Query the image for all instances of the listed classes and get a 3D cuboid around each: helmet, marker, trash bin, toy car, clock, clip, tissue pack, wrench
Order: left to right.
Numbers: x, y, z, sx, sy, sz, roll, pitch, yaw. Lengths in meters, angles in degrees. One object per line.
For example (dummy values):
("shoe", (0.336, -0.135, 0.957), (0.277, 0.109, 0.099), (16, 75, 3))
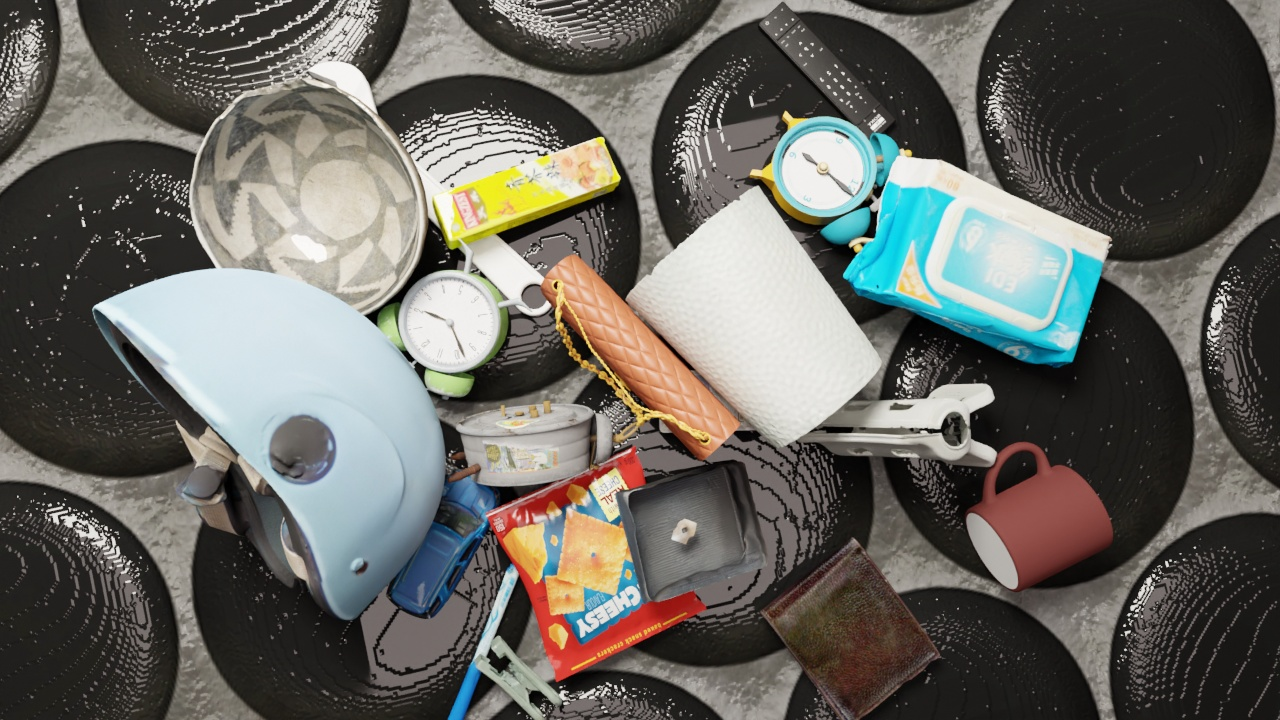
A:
("helmet", (-0.243, 0.040, 0.636), (0.166, 0.226, 0.266), (-47, 123, -27))
("wrench", (-0.173, -0.136, 0.748), (0.273, 0.018, 0.066), (44, 85, -1))
("toy car", (-0.153, 0.145, 0.720), (0.056, 0.043, 0.120), (28, 83, 1))
("clock", (-0.152, -0.025, 0.726), (0.119, 0.042, 0.094), (-43, 91, 4))
("marker", (-0.126, 0.230, 0.733), (0.013, 0.013, 0.141), (21, 85, -2))
("clip", (-0.095, 0.253, 0.723), (0.045, 0.023, 0.076), (-44, 99, -9))
("clock", (-0.073, 0.060, 0.703), (0.147, 0.104, 0.056), (-5, 97, -9))
("trash bin", (0.090, -0.028, 0.698), (0.133, 0.133, 0.161), (-40, 89, -5))
("clock", (0.162, -0.150, 0.758), (0.129, 0.044, 0.099), (28, 86, 6))
("clip", (0.210, 0.052, 0.716), (0.144, 0.125, 0.075), (-3, 91, -29))
("tissue pack", (0.269, -0.077, 0.731), (0.209, 0.066, 0.117), (19, 90, -14))

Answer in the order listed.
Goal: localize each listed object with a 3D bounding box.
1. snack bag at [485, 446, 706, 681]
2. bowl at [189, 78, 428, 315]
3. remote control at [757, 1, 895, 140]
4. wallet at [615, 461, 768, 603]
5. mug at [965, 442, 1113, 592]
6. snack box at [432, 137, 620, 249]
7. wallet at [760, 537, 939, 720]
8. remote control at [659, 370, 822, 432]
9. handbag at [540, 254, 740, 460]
("snack bag", (-0.035, 0.159, 0.727), (0.130, 0.039, 0.144), (-23, 93, -10))
("bowl", (-0.241, -0.121, 0.705), (0.178, 0.081, 0.178), (2, 107, 7))
("remote control", (0.158, -0.243, 0.777), (0.030, 0.009, 0.140), (-44, 90, -5))
("wallet", (0.040, 0.133, 0.724), (0.114, 0.026, 0.089), (-10, 84, -29))
("mug", (0.310, 0.120, 0.733), (0.082, 0.073, 0.105), (-25, 92, -5))
("snack box", (-0.091, -0.135, 0.737), (0.148, 0.029, 0.040), (-22, 87, -12))
("wallet", (0.169, 0.220, 0.744), (0.099, 0.031, 0.120), (-38, 92, -2))
("remote control", (0.083, 0.033, 0.756), (0.136, 0.011, 0.050), (-1, 87, -4))
("handbag", (-0.004, 0.004, 0.695), (0.060, 0.109, 0.172), (-44, 85, -1))
